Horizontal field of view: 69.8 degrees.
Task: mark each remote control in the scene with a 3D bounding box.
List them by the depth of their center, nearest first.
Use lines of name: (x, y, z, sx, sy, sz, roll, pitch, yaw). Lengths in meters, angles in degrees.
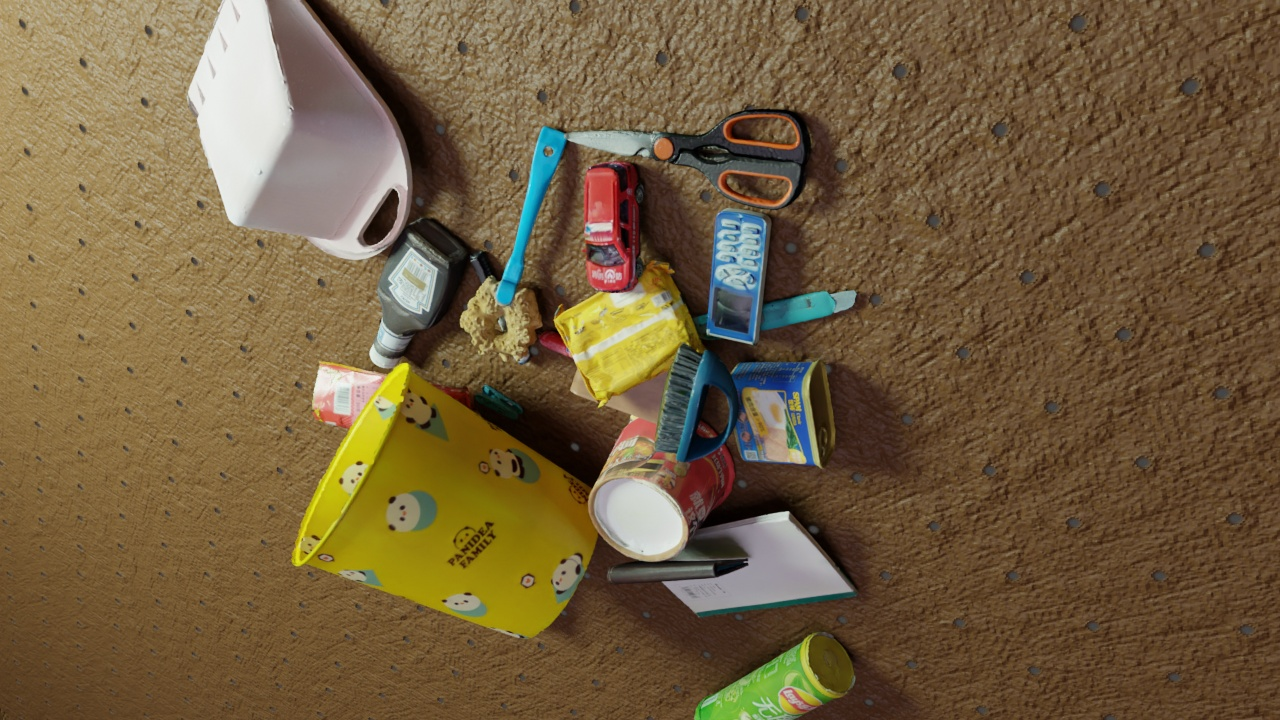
remote control: (0.089, -0.075, 0.833, 0.049, 0.024, 0.125, 15, 118, 22)

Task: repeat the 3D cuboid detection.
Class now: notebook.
notebook: (0.109, 0.229, 1.001, 0.210, 0.012, 0.150, -19, 126, 34)

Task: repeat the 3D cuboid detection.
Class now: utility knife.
utility knife: (0.119, -0.043, 0.853, 0.172, 0.013, 0.029, -12, 110, 31)

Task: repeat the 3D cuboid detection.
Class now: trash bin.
trash bin: (-0.197, 0.162, 0.979, 0.255, 0.229, 0.230, 31, 131, -20)

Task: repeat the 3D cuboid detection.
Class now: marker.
marker: (-0.149, -0.054, 0.972, 0.018, 0.022, 0.131, -12, 112, 24)

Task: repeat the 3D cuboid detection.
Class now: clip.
clip: (-0.160, 0.048, 1.042, 0.057, 0.046, 0.014, 31, 127, 5)

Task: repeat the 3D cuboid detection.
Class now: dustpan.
dustpan: (-0.345, -0.239, 0.941, 0.223, 0.138, 0.273, -39, 63, 40)

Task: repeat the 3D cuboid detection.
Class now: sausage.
sausage: (-0.040, 0.000, 0.954, 0.156, 0.020, 0.020, 22, 126, 12)

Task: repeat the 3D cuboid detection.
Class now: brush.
brush: (0.054, 0.046, 0.855, 0.073, 0.055, 0.144, 19, 140, 7)
brush: (-0.118, -0.107, 0.905, 0.083, 0.045, 0.255, 20, 120, -2)

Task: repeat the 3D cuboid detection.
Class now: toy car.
toy car: (-0.028, -0.121, 0.838, 0.053, 0.045, 0.120, 1, 99, 27)

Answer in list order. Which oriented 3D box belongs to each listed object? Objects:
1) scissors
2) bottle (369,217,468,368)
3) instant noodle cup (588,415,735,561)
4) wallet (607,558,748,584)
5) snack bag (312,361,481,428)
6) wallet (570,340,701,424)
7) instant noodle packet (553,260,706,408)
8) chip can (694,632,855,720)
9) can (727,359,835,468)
scissors: (0.037, -0.198, 0.797, 0.235, 0.021, 0.125, 30, 118, 13)
bottle: (-0.252, -0.064, 1.003, 0.080, 0.043, 0.195, 39, 129, 4)
instant noodle cup: (0.018, 0.134, 0.951, 0.138, 0.108, 0.138, 12, 124, 19)
wallet: (0.040, 0.217, 0.952, 0.122, 0.096, 0.020, -9, 83, 27)
snack bag: (-0.280, 0.062, 1.085, 0.208, 0.073, 0.129, 12, 132, 13)
wallet: (-0.005, 0.005, 0.923, 0.115, 0.020, 0.101, 22, 108, 10)
instant noodle packet: (-0.007, -0.027, 0.884, 0.129, 0.044, 0.111, -25, 97, 17)
chip can: (0.150, 0.392, 1.069, 0.072, 0.072, 0.222, 42, 129, -2)
can: (0.134, 0.050, 0.876, 0.083, 0.057, 0.102, 1, 119, 29)
